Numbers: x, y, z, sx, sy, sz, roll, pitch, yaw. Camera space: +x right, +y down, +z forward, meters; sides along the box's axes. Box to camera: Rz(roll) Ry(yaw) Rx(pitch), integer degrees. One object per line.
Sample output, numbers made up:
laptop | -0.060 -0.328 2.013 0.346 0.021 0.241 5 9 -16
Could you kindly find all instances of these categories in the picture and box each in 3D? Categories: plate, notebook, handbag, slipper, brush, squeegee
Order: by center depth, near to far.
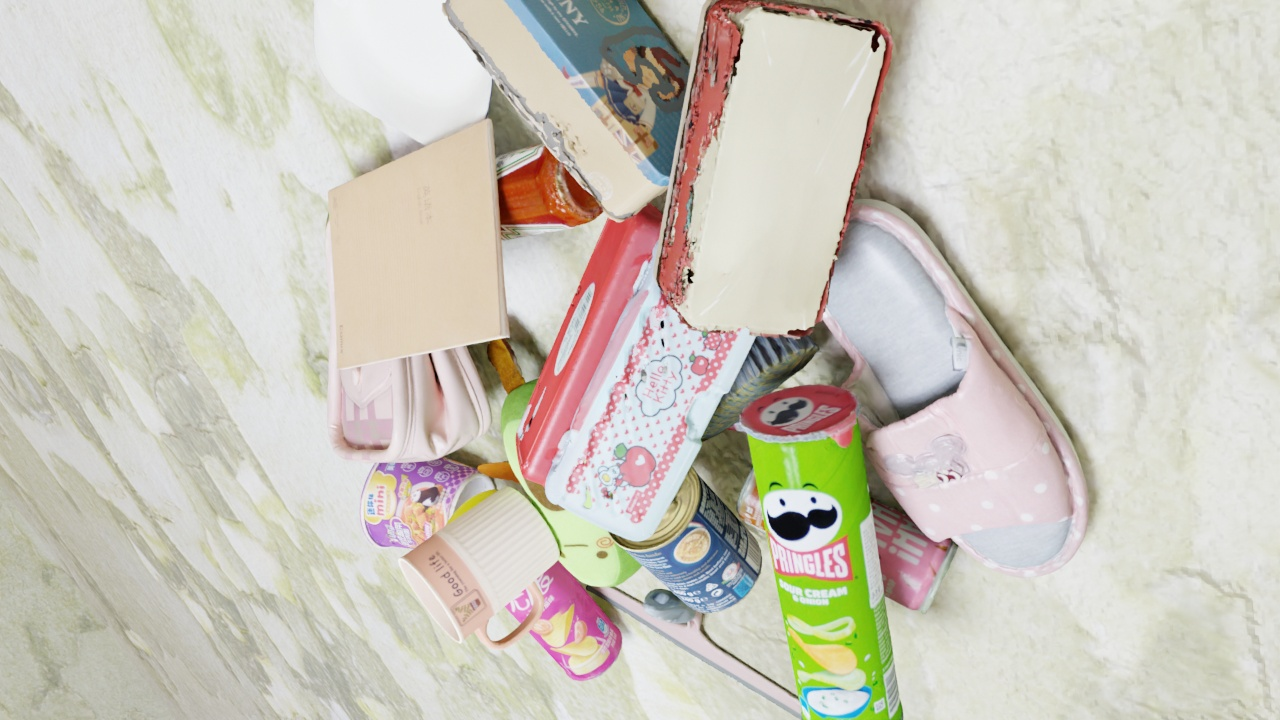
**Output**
slipper | 0.178 0.028 0.556 0.114 0.054 0.274 -20 107 45
brush | 0.060 0.001 0.632 0.144 0.055 0.073 -47 63 46
plate | -0.159 -0.235 0.636 0.164 0.034 0.164 32 136 14
notebook | -0.172 -0.078 0.683 0.212 0.012 0.149 -8 85 42
squeegee | 0.036 0.220 0.785 0.248 0.040 0.250 27 164 21
handbag | -0.226 -0.027 0.802 0.194 0.093 0.234 -5 98 55

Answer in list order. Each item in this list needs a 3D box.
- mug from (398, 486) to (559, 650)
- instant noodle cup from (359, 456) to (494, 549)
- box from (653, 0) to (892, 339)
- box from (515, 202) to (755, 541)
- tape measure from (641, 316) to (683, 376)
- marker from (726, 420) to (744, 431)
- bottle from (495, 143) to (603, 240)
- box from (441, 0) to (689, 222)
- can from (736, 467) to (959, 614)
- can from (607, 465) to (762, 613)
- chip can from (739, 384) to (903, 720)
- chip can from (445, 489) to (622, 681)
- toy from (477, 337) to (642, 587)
mug | -0.124 0.179 0.760 0.114 0.105 0.082 60 153 -10
instant noodle cup | -0.207 0.143 0.917 0.099 0.111 0.112 9 127 24
box | 0.065 -0.097 0.480 0.091 0.076 0.168 3 115 -16
box | -0.002 0.006 0.609 0.098 0.118 0.201 21 104 -18
tape measure | -0.002 -0.023 0.675 0.066 0.033 0.066 28 133 21
marker | 0.103 0.047 0.658 0.145 0.017 0.017 3 123 36
bottle | -0.114 -0.117 0.675 0.206 0.059 0.060 -2 120 40
box | -0.034 -0.177 0.541 0.184 0.089 0.061 50 139 -11
can | 0.144 0.119 0.651 0.147 0.057 0.058 25 134 21
can | 0.034 0.129 0.671 0.075 0.075 0.111 1 145 38
chip can | 0.121 0.136 0.589 0.072 0.072 0.236 3 116 37
chip can | -0.099 0.219 0.883 0.072 0.071 0.210 -7 128 42
toy | -0.054 0.089 0.762 0.227 0.089 0.247 2 121 41
